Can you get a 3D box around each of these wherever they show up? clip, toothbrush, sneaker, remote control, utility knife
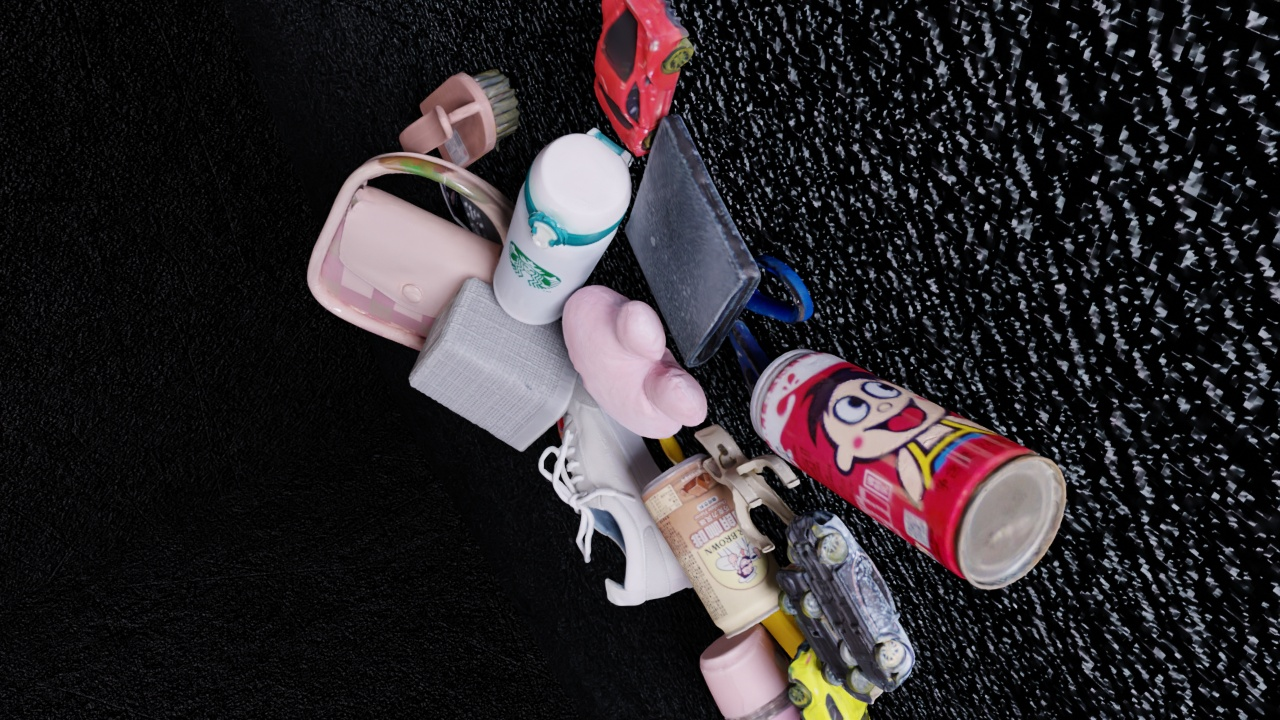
[{"bbox_3d":[0.069,0.087,0.576,0.084,0.034,0.104,67,166,-11],"label":"clip"},{"bbox_3d":[0.027,0.074,0.698,0.191,0.016,0.018,57,172,17],"label":"toothbrush"},{"bbox_3d":[-0.033,0.098,0.759,0.090,0.090,0.242,84,159,-47],"label":"sneaker"},{"bbox_3d":[-0.158,-0.140,0.890,0.150,0.021,0.058,40,151,47],"label":"remote control"},{"bbox_3d":[0.085,0.170,0.676,0.154,0.015,0.033,46,149,43],"label":"utility knife"}]

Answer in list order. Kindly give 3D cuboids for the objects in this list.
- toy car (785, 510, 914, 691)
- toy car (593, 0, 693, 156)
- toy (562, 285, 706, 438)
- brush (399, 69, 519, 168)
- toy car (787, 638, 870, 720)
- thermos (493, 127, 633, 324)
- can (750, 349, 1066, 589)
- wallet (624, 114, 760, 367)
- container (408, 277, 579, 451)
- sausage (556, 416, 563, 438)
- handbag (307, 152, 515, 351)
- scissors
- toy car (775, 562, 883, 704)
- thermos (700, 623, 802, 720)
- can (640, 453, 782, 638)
[{"bbox_3d":[0.117,0.130,0.506,0.105,0.031,0.049,63,163,4],"label":"toy car"},{"bbox_3d":[-0.004,-0.142,0.457,0.049,0.031,0.106,59,164,15],"label":"toy car"},{"bbox_3d":[-0.004,0.004,0.619,0.121,0.054,0.160,59,163,-12],"label":"toy"},{"bbox_3d":[-0.142,-0.182,0.707,0.146,0.073,0.063,9,124,66],"label":"brush"},{"bbox_3d":[0.130,0.229,0.593,0.032,0.048,0.105,-17,100,39],"label":"toy car"},{"bbox_3d":[-0.058,-0.081,0.618,0.073,0.073,0.225,61,162,4],"label":"thermos"},{"bbox_3d":[0.103,0.038,0.381,0.133,0.053,0.053,34,147,56],"label":"can"},{"bbox_3d":[0.023,-0.059,0.490,0.097,0.019,0.121,65,162,15],"label":"wallet"},{"bbox_3d":[-0.119,0.001,0.763,0.114,0.090,0.090,30,136,-18],"label":"container"},{"bbox_3d":[-0.079,0.040,0.932,0.020,0.020,0.156,51,159,32],"label":"sausage"},{"bbox_3d":[-0.177,-0.097,0.784,0.193,0.093,0.235,23,149,-7],"label":"handbag"},{"bbox_3d":[0.050,-0.028,0.500,0.162,0.012,0.175,65,164,-3],"label":"scissors"},{"bbox_3d":[0.116,0.161,0.547,0.090,0.035,0.042,61,163,4],"label":"toy car"},{"bbox_3d":[0.118,0.290,0.679,0.198,0.067,0.087,59,-159,5],"label":"thermos"},{"bbox_3d":[0.052,0.126,0.633,0.116,0.058,0.059,59,162,12],"label":"can"}]
